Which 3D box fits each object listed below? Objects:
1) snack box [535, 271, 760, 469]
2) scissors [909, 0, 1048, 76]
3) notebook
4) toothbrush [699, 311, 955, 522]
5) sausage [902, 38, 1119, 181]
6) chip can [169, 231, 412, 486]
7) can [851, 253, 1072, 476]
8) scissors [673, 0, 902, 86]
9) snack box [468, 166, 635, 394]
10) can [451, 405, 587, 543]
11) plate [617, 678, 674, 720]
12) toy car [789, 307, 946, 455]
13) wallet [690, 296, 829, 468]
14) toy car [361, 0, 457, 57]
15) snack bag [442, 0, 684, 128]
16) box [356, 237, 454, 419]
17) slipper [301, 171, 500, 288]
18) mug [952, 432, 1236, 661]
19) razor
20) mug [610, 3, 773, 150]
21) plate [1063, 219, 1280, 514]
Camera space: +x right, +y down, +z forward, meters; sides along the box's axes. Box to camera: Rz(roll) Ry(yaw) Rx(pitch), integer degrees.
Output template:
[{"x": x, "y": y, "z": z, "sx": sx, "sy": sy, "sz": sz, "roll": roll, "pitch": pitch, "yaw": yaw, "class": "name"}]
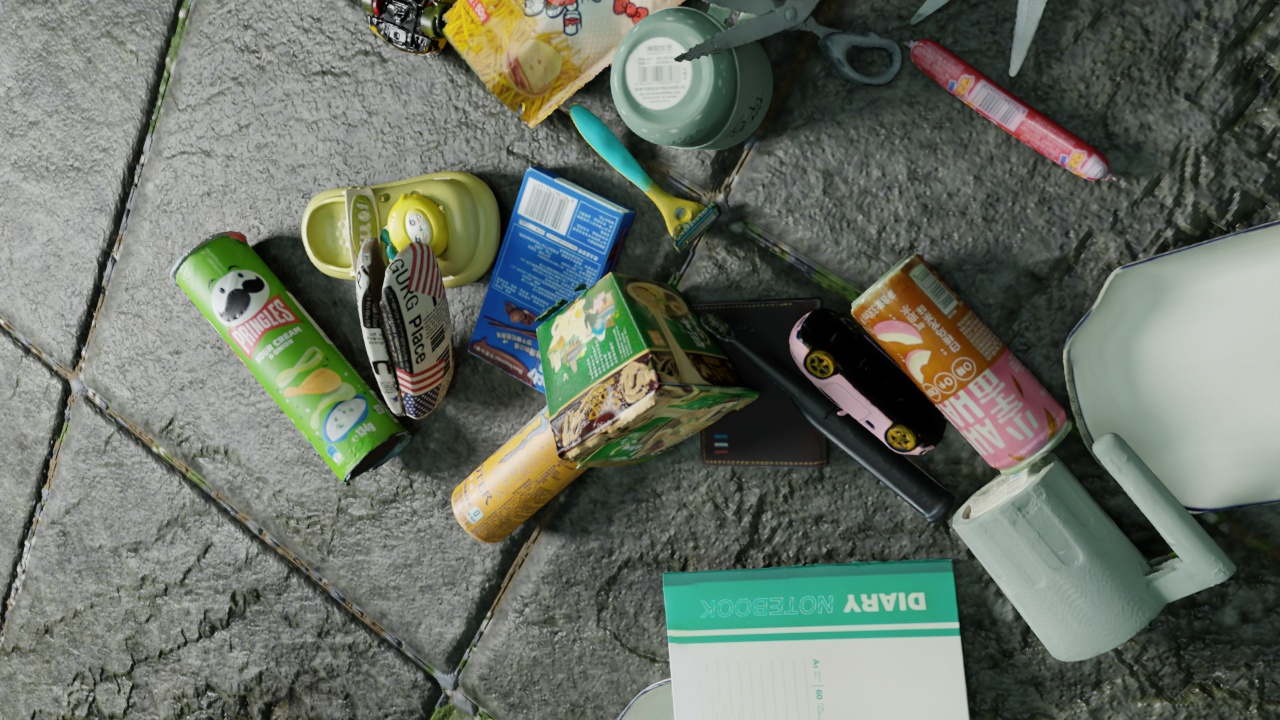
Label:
[{"x": -0.004, "y": 0.004, "z": 0.647, "sx": 0.118, "sy": 0.117, "sz": 0.105, "roll": -33, "pitch": 68, "yaw": 30, "class": "snack box"}, {"x": 0.256, "y": -0.286, "z": 0.525, "sx": 0.224, "sy": 0.021, "sz": 0.221, "roll": -5, "pitch": 99, "yaw": 22, "class": "scissors"}, {"x": 0.124, "y": 0.222, "z": 0.661, "sx": 0.209, "sy": 0.012, "sz": 0.150, "roll": -6, "pitch": 87, "yaw": 12, "class": "notebook"}, {"x": 0.125, "y": 0.035, "z": 0.626, "sx": 0.212, "sy": 0.027, "sz": 0.026, "roll": 39, "pitch": 85, "yaw": -1, "class": "toothbrush"}, {"x": 0.227, "y": -0.154, "z": 0.567, "sx": 0.156, "sy": 0.020, "sz": 0.020, "roll": 39, "pitch": 113, "yaw": 10, "class": "sausage"}, {"x": -0.297, "y": -0.003, "z": 0.784, "sx": 0.236, "sy": 0.072, "sz": 0.072, "roll": 48, "pitch": 114, "yaw": 6, "class": "chip can"}, {"x": 0.204, "y": 0.001, "z": 0.589, "sx": 0.058, "sy": 0.057, "sz": 0.147, "roll": -44, "pitch": 84, "yaw": 24, "class": "can"}, {"x": 0.096, "y": -0.208, "z": 0.551, "sx": 0.172, "sy": 0.014, "sz": 0.159, "roll": 36, "pitch": 76, "yaw": -26, "class": "scissors"}, {"x": -0.071, "y": -0.059, "z": 0.704, "sx": 0.084, "sy": 0.026, "sz": 0.157, "roll": 28, "pitch": 110, "yaw": 15, "class": "snack box"}, {"x": -0.084, "y": 0.083, "z": 0.723, "sx": 0.146, "sy": 0.058, "sz": 0.058, "roll": -42, "pitch": 85, "yaw": 24, "class": "can"}, {"x": 0.071, "y": 0.337, "z": 0.724, "sx": 0.205, "sy": 0.045, "sz": 0.205, "roll": 5, "pitch": 104, "yaw": 21, "class": "plate"}, {"x": 0.150, "y": 0.016, "z": 0.612, "sx": 0.122, "sy": 0.056, "sz": 0.037, "roll": 42, "pitch": 141, "yaw": 0, "class": "toy car"}, {"x": 0.086, "y": 0.017, "z": 0.663, "sx": 0.096, "sy": 0.020, "sz": 0.122, "roll": -1, "pitch": 99, "yaw": 22, "class": "wallet"}, {"x": -0.156, "y": -0.304, "z": 0.676, "sx": 0.071, "sy": 0.041, "sz": 0.156, "roll": 24, "pitch": 111, "yaw": 15, "class": "toy car"}, {"x": -0.034, "y": -0.268, "z": 0.631, "sx": 0.208, "sy": 0.073, "sz": 0.128, "roll": -38, "pitch": 85, "yaw": 17, "class": "snack bag"}, {"x": -0.171, "y": -0.018, "z": 0.702, "sx": 0.079, "sy": 0.074, "sz": 0.164, "roll": 1, "pitch": 135, "yaw": -4, "class": "box"}, {"x": -0.202, "y": -0.097, "z": 0.721, "sx": 0.191, "sy": 0.081, "sz": 0.092, "roll": 1, "pitch": 104, "yaw": 24, "class": "slipper"}, {"x": 0.273, "y": 0.111, "z": 0.567, "sx": 0.103, "sy": 0.083, "sz": 0.124, "roll": 52, "pitch": 129, "yaw": 6, "class": "mug"}, {"x": -0.003, "y": -0.136, "z": 0.659, "sx": 0.132, "sy": 0.028, "sz": 0.043, "roll": 44, "pitch": 90, "yaw": 4, "class": "razor"}, {"x": 0.041, "y": -0.190, "z": 0.587, "sx": 0.082, "sy": 0.106, "sz": 0.112, "roll": 39, "pitch": 112, "yaw": 11, "class": "mug"}, {"x": 0.389, "y": -0.006, "z": 0.526, "sx": 0.266, "sy": 0.034, "sz": 0.162, "roll": -17, "pitch": 95, "yaw": 24, "class": "plate"}]
